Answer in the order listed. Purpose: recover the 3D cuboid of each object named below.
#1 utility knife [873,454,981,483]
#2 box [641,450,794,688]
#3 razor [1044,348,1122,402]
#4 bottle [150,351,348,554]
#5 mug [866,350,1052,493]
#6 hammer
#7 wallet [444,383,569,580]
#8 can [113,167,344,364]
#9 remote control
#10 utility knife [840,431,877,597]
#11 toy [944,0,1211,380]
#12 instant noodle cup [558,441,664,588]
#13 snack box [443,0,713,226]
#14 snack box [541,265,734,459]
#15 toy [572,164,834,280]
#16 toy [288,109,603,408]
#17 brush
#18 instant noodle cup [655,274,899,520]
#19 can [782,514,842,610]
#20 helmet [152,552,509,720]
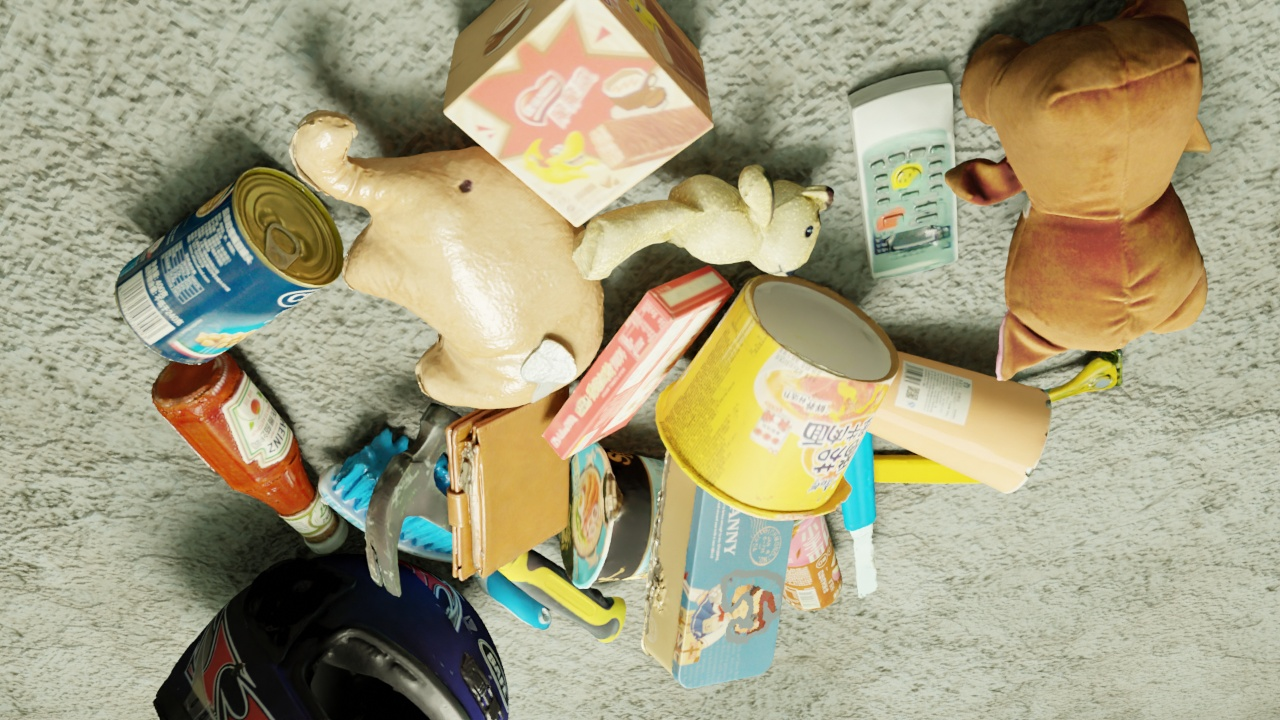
[{"bbox_3d":[0.232,0.086,0.753,0.164,0.015,0.033,1,128,-3],"label":"utility knife"},{"bbox_3d":[0.057,0.137,0.660,0.089,0.061,0.184,-2,105,-30],"label":"box"},{"bbox_3d":[0.289,0.023,0.686,0.133,0.028,0.043,-15,138,14],"label":"razor"},{"bbox_3d":[-0.278,0.077,0.681,0.060,0.059,0.206,-11,135,8],"label":"bottle"},{"bbox_3d":[0.212,0.036,0.645,0.123,0.078,0.078,19,134,0],"label":"mug"},{"bbox_3d":[-0.099,0.164,0.735,0.032,0.126,0.323,16,158,37],"label":"hammer"},{"bbox_3d":[-0.092,0.085,0.657,0.031,0.107,0.132,23,125,34],"label":"wallet"},{"bbox_3d":[-0.241,-0.053,0.537,0.111,0.075,0.075,-27,131,22],"label":"can"},{"bbox_3d":[0.158,-0.106,0.547,0.056,0.019,0.135,-12,135,9],"label":"remote control"},{"bbox_3d":[0.177,0.117,0.750,0.034,0.018,0.237,-11,124,4],"label":"utility knife"},{"bbox_3d":[0.244,-0.089,0.506,0.140,0.130,0.200,-14,114,13],"label":"toy"},{"bbox_3d":[0.011,0.124,0.720,0.120,0.111,0.111,9,135,-23],"label":"instant noodle cup"},{"bbox_3d":[-0.030,-0.140,0.459,0.093,0.076,0.094,-32,129,26],"label":"snack box"},{"bbox_3d":[-0.004,0.004,0.614,0.025,0.075,0.153,48,129,12],"label":"snack box"},{"bbox_3d":[0.035,-0.073,0.522,0.157,0.066,0.105,-11,169,-24],"label":"toy"},{"bbox_3d":[-0.101,-0.064,0.531,0.143,0.082,0.226,-28,130,-1],"label":"toy"},{"bbox_3d":[-0.144,0.160,0.783,0.110,0.060,0.314,-25,135,28],"label":"brush"},{"bbox_3d":[0.093,0.017,0.597,0.138,0.137,0.110,15,125,-18],"label":"instant noodle cup"},{"bbox_3d":[0.135,0.158,0.790,0.058,0.057,0.147,-14,135,10],"label":"can"},{"bbox_3d":[-0.223,0.284,0.734,0.239,0.316,0.247,-33,118,-29],"label":"helmet"}]
